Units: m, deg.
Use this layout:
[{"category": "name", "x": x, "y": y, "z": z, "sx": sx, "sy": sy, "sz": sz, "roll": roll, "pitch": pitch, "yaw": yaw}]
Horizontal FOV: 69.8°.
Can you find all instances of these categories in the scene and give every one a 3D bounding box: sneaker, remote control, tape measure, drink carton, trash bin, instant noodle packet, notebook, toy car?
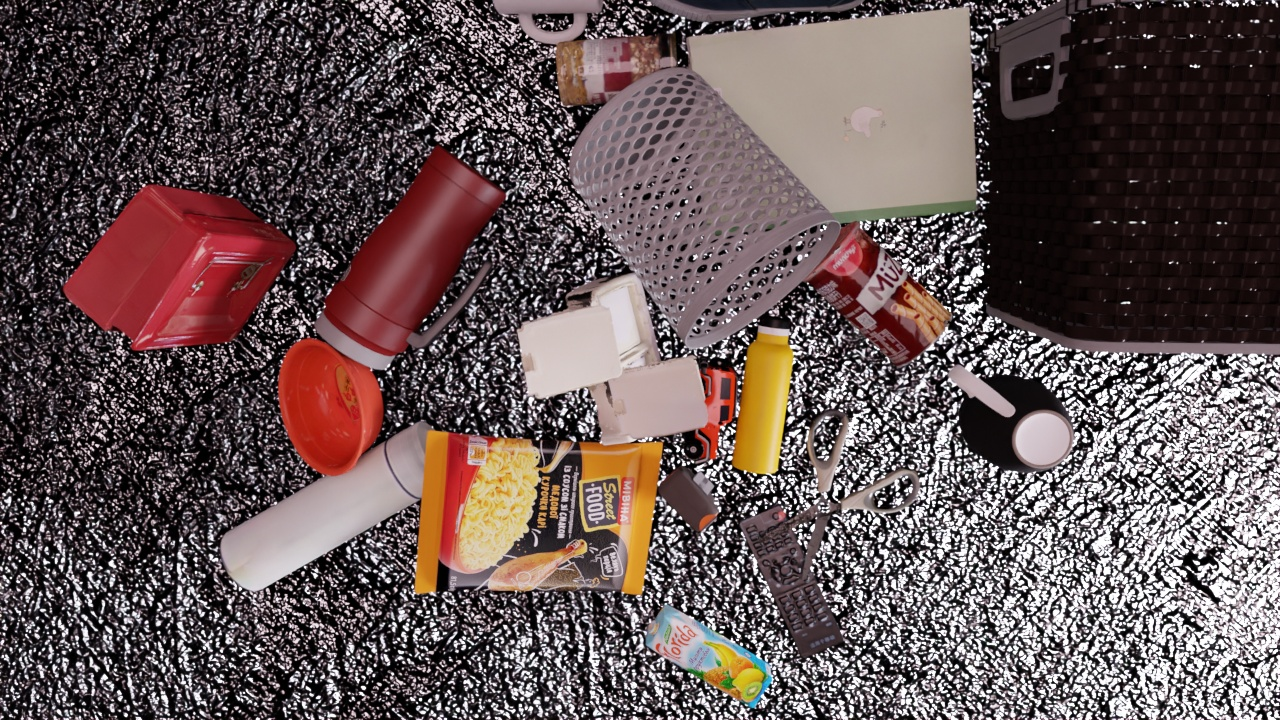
[{"category": "sneaker", "x": 0.100, "y": -0.344, "z": 0.785, "sx": 0.235, "sy": 0.087, "sz": 0.089, "roll": 2, "pitch": 98, "yaw": 2}, {"category": "remote control", "x": 0.146, "y": 0.214, "z": 0.894, "sx": 0.047, "sy": 0.022, "sz": 0.150, "roll": -24, "pitch": 94, "yaw": 6}, {"category": "tape measure", "x": 0.050, "y": 0.127, "z": 0.867, "sx": 0.038, "sy": 0.058, "sz": 0.058, "roll": -44, "pitch": 84, "yaw": 6}, {"category": "drink carton", "x": 0.065, "y": 0.288, "z": 0.899, "sx": 0.129, "sy": 0.038, "sz": 0.044, "roll": 31, "pitch": 98, "yaw": -1}, {"category": "trash bin", "x": 0.047, "y": -0.130, "z": 0.767, "sx": 0.156, "sy": 0.156, "sz": 0.183, "roll": -39, "pitch": 75, "yaw": 7}, {"category": "instant noodle packet", "x": -0.095, "y": 0.148, "z": 0.868, "sx": 0.220, "sy": 0.032, "sz": 0.160, "roll": 4, "pitch": 104, "yaw": -14}, {"category": "notebook", "x": 0.176, "y": -0.216, "z": 0.838, "sx": 0.252, "sy": 0.010, "sz": 0.182, "roll": -5, "pitch": 98, "yaw": 4}, {"category": "toy car", "x": 0.065, "y": 0.047, "z": 0.859, "sx": 0.049, "sy": 0.051, "sz": 0.100, "roll": 2, "pitch": 97, "yaw": 4}]

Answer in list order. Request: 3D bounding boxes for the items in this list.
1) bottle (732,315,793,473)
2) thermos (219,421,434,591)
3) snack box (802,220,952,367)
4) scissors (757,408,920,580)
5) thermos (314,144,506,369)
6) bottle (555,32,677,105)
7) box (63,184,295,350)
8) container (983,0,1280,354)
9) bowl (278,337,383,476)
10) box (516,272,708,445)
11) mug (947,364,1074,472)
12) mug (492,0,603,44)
[{"category": "bottle", "x": 0.116, "y": 0.031, "z": 0.858, "sx": 0.043, "sy": 0.043, "sz": 0.144, "roll": 7, "pitch": 98, "yaw": 2}, {"category": "thermos", "x": -0.290, "y": 0.141, "z": 0.884, "sx": 0.230, "sy": 0.068, "sz": 0.068, "roll": -29, "pitch": 95, "yaw": 6}, {"category": "snack box", "x": 0.212, "y": -0.059, "z": 0.827, "sx": 0.121, "sy": 0.072, "sz": 0.072, "roll": 42, "pitch": 98, "yaw": -3}, {"category": "scissors", "x": 0.187, "y": 0.125, "z": 0.874, "sx": 0.171, "sy": 0.012, "sz": 0.157, "roll": -9, "pitch": 89, "yaw": -3}, {"category": "thermos", "x": -0.200, "y": -0.085, "z": 0.839, "sx": 0.108, "sy": 0.084, "sz": 0.199, "roll": 36, "pitch": 96, "yaw": -1}, {"category": "bottle", "x": -0.020, "y": -0.259, "z": 0.819, "sx": 0.105, "sy": 0.056, "sz": 0.056, "roll": -3, "pitch": 98, "yaw": 3}, {"category": "box", "x": -0.401, "y": -0.082, "z": 0.814, "sx": 0.087, "sy": 0.157, "sz": 0.129, "roll": 43, "pitch": 96, "yaw": 3}, {"category": "container", "x": 0.420, "y": -0.144, "z": 0.721, "sx": 0.245, "sy": 0.247, "sz": 0.244, "roll": 1, "pitch": 101, "yaw": 3}, {"category": "bowl", "x": -0.284, "y": 0.041, "z": 0.863, "sx": 0.131, "sy": 0.045, "sz": 0.130, "roll": 10, "pitch": 106, "yaw": 36}, {"category": "box", "x": -0.004, "y": 0.005, "z": 0.775, "sx": 0.105, "sy": 0.186, "sz": 0.143, "roll": -9, "pitch": 103, "yaw": 29}, {"category": "mug", "x": 0.328, "y": 0.049, "z": 0.821, "sx": 0.119, "sy": 0.100, "sz": 0.085, "roll": 41, "pitch": 98, "yaw": -3}, {"category": "mug", "x": -0.080, "y": -0.337, "z": 0.802, "sx": 0.090, "sy": 0.090, "sz": 0.121, "roll": 1, "pitch": 131, "yaw": 3}]
